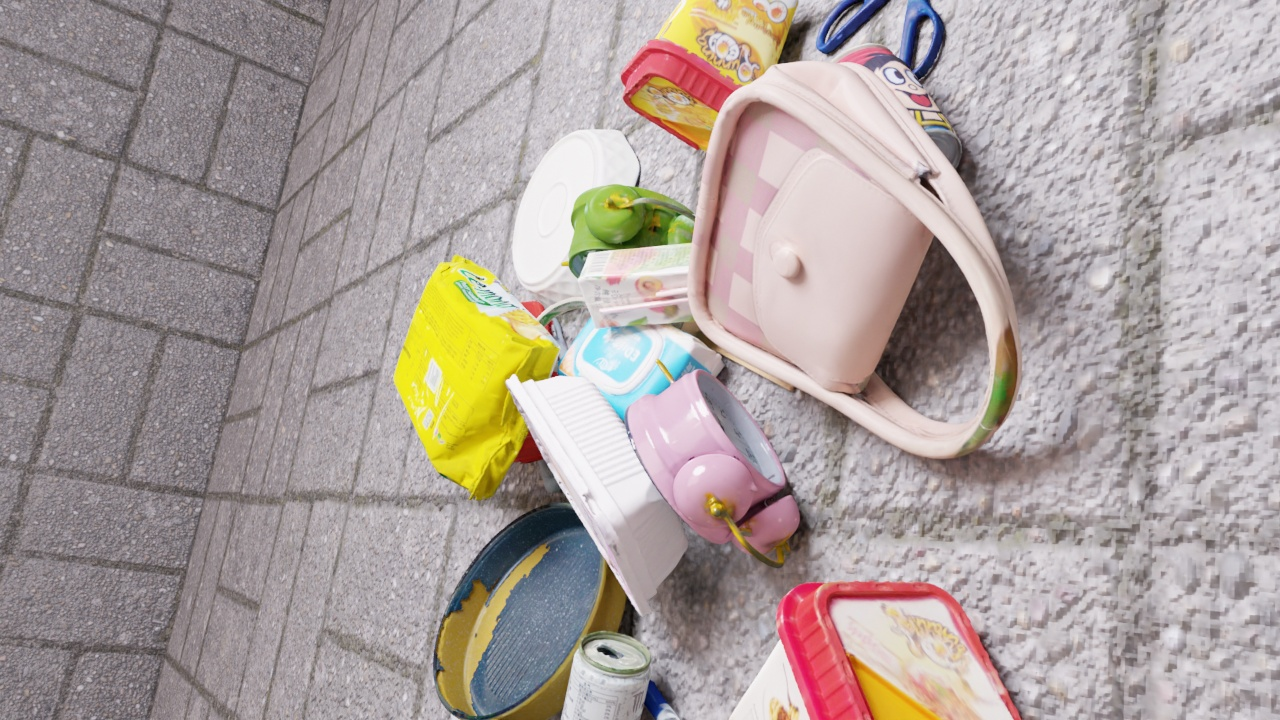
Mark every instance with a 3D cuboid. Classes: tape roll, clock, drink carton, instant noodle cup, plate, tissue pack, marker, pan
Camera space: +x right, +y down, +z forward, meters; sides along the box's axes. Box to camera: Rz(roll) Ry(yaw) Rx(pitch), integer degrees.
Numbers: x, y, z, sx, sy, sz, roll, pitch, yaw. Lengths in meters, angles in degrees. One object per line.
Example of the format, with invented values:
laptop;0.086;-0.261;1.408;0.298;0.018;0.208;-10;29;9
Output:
tape roll;-0.070;-0.026;0.901;0.086;0.014;0.085;-12;50;15
clock;-0.001;-0.099;0.766;0.162;0.116;0.056;143;142;-66
clock;0.053;0.075;0.622;0.060;0.117;0.158;-37;44;16
drink carton;0.018;-0.058;0.708;0.123;0.053;0.045;-3;41;20
instant noodle cup;0.062;-0.255;0.761;0.123;0.116;0.116;-64;15;-7
plate;-0.078;-0.157;0.991;0.205;0.045;0.204;-31;51;46
tissue pack;-0.004;0.004;0.753;0.090;0.063;0.140;-53;43;-3
instant noodle cup;-0.027;0.087;0.680;0.060;0.138;0.173;-31;49;-12
instant noodle cup;0.114;0.193;0.486;0.116;0.116;0.124;-108;34;-43
marker;0.036;0.275;0.644;0.146;0.017;0.017;36;106;56
pan;-0.063;0.142;0.794;0.356;0.078;0.198;-55;33;-13

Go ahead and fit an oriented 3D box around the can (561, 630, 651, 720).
can;-0.033;0.281;0.684;0.058;0.058;0.147;29;110;57

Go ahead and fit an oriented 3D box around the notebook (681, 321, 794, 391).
notebook;0.112;-0.097;0.708;0.149;0.012;0.211;32;103;55

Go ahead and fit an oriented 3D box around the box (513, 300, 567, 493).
box;-0.108;0.038;0.936;0.098;0.095;0.201;89;167;-46

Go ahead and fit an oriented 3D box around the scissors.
scissors;0.194;-0.270;0.663;0.174;0.012;0.162;-34;48;43

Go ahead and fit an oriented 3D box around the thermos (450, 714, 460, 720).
thermos;-0.131;0.344;0.821;0.073;0.073;0.224;-57;36;24

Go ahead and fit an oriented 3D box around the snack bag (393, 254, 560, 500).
snack bag;-0.164;0.009;0.854;0.246;0.068;0.158;42;112;55

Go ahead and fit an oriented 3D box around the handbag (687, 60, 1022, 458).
handbag;0.130;-0.044;0.540;0.234;0.093;0.194;51;148;34

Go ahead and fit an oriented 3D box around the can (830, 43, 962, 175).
can;0.159;-0.155;0.601;0.067;0.066;0.093;-47;48;35
